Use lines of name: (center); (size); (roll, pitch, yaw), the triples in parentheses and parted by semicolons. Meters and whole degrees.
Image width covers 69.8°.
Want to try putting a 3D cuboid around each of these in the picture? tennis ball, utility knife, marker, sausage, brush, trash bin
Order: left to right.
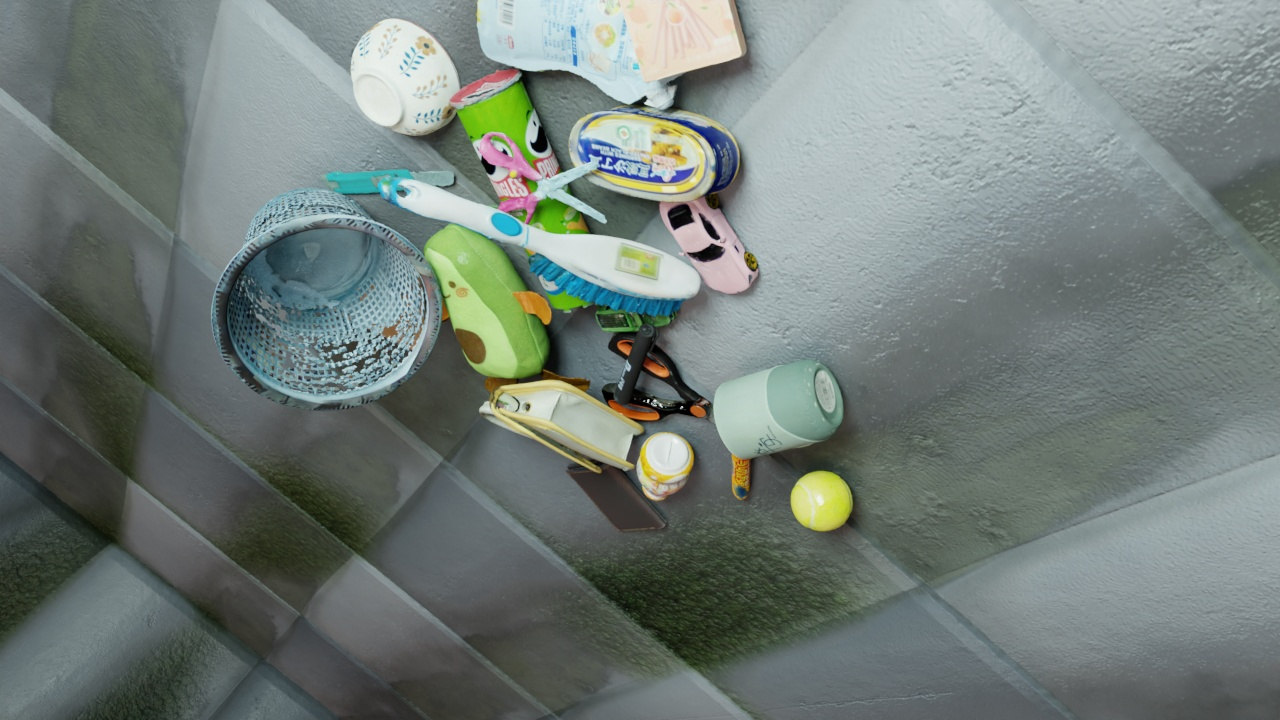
trash bin: (-0.351, -0.090, 1.013); (0.195, 0.226, 0.227); (-126, 18, -51)
utility knife: (-0.286, -0.202, 1.027); (0.210, 0.013, 0.029); (4, 130, 32)
brush: (-0.084, -0.101, 0.824); (0.314, 0.060, 0.110); (13, 170, -22)
marker: (-0.006, 0.006, 0.988); (0.022, 0.020, 0.132); (4, 144, -13)
sausage: (0.113, 0.110, 1.028); (0.021, 0.021, 0.165); (18, 144, 20)
tennis ball: (0.195, 0.152, 0.991); (0.065, 0.065, 0.066); (19, 137, 19)

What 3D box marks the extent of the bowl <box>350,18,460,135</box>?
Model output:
bowl: (-0.240, -0.267, 0.898); (0.113, 0.062, 0.114); (20, 138, 18)

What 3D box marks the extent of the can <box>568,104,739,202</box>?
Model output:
can: (0.010, -0.181, 0.799); (0.148, 0.049, 0.075); (18, 118, 26)

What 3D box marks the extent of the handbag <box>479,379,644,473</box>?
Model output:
handbag: (-0.107, 0.082, 1.090); (0.179, 0.063, 0.163); (-3, 153, 42)

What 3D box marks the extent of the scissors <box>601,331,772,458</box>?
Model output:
scissors: (0.046, 0.044, 1.030); (0.223, 0.021, 0.221); (-20, 120, 46)

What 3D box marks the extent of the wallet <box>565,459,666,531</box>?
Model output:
wallet: (-0.034, 0.180, 1.211); (0.097, 0.020, 0.122); (-16, 119, 48)

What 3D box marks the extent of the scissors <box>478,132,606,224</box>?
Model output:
scissors: (-0.091, -0.153, 0.833); (0.133, 0.017, 0.129); (30, 134, 0)

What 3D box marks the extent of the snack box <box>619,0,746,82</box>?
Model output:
snack box: (0.020, -0.298, 0.692); (0.085, 0.026, 0.157); (-8, 118, 25)

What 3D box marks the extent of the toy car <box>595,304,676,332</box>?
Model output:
toy car: (-0.006, -0.051, 0.962); (0.091, 0.036, 0.043); (-5, 123, 33)

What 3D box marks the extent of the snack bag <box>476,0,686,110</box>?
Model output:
snack bag: (-0.045, -0.281, 0.766); (0.191, 0.038, 0.110); (20, 120, 12)

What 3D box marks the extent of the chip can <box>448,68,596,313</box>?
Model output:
chip can: (-0.101, -0.160, 0.897); (0.072, 0.072, 0.236); (0, 129, 34)

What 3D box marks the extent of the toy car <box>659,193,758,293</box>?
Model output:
toy car: (0.062, -0.111, 0.858); (0.056, 0.037, 0.122); (-15, 119, 44)

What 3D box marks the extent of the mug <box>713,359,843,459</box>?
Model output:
mug: (0.148, 0.055, 0.920); (0.107, 0.082, 0.111); (-19, 138, 33)

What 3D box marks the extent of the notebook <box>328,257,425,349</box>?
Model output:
notebook: (-0.364, -0.096, 1.185); (0.208, 0.008, 0.148); (23, 138, 14)

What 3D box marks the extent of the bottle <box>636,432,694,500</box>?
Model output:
bottle: (0.026, 0.131, 1.091); (0.063, 0.063, 0.109); (28, 150, 9)

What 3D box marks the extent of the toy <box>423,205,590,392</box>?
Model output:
toy: (-0.165, -0.050, 1.028); (0.227, 0.089, 0.247); (1, 127, 42)
